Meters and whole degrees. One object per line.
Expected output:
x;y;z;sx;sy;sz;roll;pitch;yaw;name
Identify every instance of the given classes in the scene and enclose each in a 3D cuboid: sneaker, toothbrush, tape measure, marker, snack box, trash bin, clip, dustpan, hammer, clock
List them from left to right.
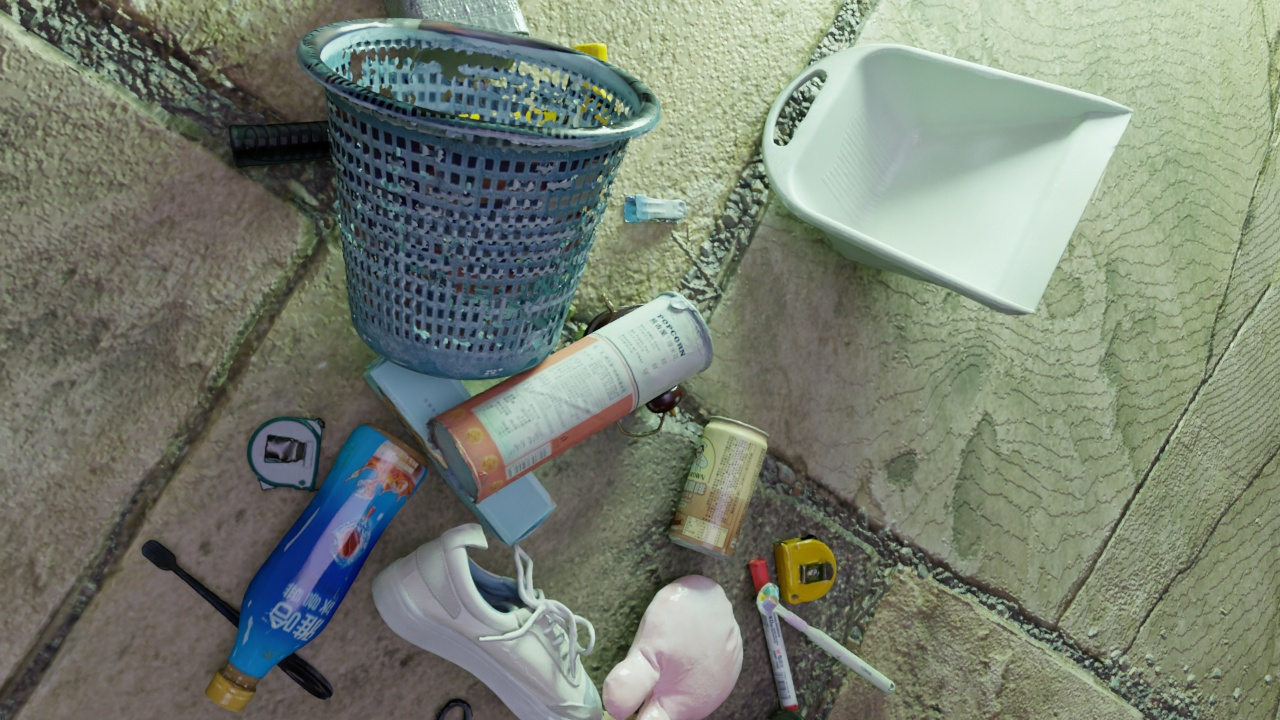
-0.298;0.195;0.685;0.181;0.018;0.015;47;63;-15;toothbrush
-0.268;0.070;0.694;0.054;0.025;0.058;7;85;-22;tape measure
-0.163;-0.180;0.728;0.300;0.033;0.129;-8;108;-17;hammer
-0.143;0.062;0.716;0.051;0.074;0.175;-40;101;-19;snack box
-0.117;-0.104;0.626;0.226;0.226;0.195;1;123;-21;trash bin
-0.087;0.204;0.694;0.091;0.089;0.242;-38;125;2;sneaker
-0.005;0.005;0.781;0.082;0.055;0.122;-1;86;-22;clock
0.016;-0.133;0.814;0.058;0.043;0.027;1;85;-29;clip
0.122;0.253;0.842;0.017;0.017;0.145;-14;93;-21;marker
0.154;0.193;0.850;0.057;0.029;0.060;-7;91;-22;tape measure
0.176;0.264;0.851;0.189;0.020;0.029;39;62;-23;toothbrush
0.247;-0.184;0.815;0.142;0.258;0.222;42;73;-39;dustpan

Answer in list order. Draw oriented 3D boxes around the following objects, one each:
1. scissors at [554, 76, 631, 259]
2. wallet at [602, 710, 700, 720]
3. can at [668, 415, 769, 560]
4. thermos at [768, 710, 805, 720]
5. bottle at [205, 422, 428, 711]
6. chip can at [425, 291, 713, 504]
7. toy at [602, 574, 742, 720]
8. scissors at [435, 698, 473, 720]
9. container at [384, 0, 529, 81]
-0.085;-0.130;0.743;0.227;0.015;0.189;-21;112;-11;scissors
-0.007;0.348;0.787;0.115;0.024;0.087;13;78;-21;wallet
0.069;0.112;0.804;0.058;0.059;0.116;23;80;-19;can
0.190;0.429;0.842;0.090;0.068;0.242;-39;102;16;thermos
-0.241;0.151;0.677;0.065;0.065;0.218;36;74;-16;bottle
-0.048;0.024;0.682;0.214;0.071;0.071;-30;98;-26;chip can
0.028;0.256;0.768;0.159;0.054;0.121;-33;107;-42;toy
-0.142;0.356;0.738;0.180;0.014;0.159;-26;97;-19;scissors
-0.154;-0.287;0.720;0.090;0.090;0.114;-19;91;-21;container
